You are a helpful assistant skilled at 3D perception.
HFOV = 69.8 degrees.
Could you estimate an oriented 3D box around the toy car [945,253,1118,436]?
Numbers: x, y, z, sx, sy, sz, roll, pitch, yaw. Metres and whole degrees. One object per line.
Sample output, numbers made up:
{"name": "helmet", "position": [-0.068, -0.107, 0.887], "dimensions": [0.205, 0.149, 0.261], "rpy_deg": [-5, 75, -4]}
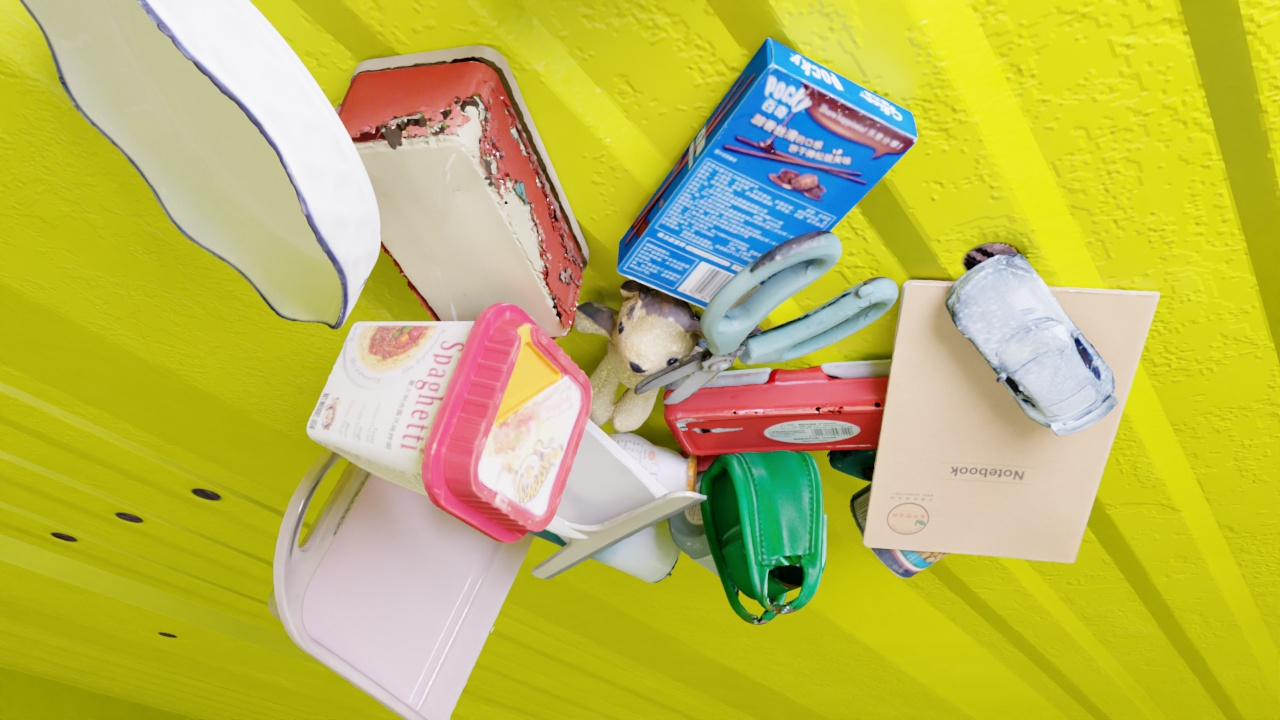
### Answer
{"name": "toy car", "position": [0.230, -0.008, 0.537], "dimensions": [0.054, 0.036, 0.120], "rpy_deg": [-36, 107, 24]}

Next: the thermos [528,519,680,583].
{"name": "thermos", "position": [-0.060, 0.139, 0.836], "dimensions": [0.220, 0.070, 0.070], "rpy_deg": [31, 141, -31]}

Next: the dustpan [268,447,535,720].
{"name": "dustpan", "position": [-0.190, 0.176, 0.778], "dimensions": [0.273, 0.222, 0.139], "rpy_deg": [36, 150, -27]}

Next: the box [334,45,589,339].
{"name": "box", "position": [-0.091, -0.074, 0.493], "dimensions": [0.091, 0.079, 0.168], "rpy_deg": [-2, 147, 15]}

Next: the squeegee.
{"name": "squeegee", "position": [-0.115, 0.074, 0.686], "dimensions": [0.246, 0.039, 0.247], "rpy_deg": [42, 140, -9]}

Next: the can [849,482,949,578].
{"name": "can", "position": [0.220, 0.103, 0.678], "dimensions": [0.075, 0.075, 0.111], "rpy_deg": [32, 121, -33]}

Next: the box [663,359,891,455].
{"name": "box", "position": [0.119, 0.034, 0.664], "dimensions": [0.201, 0.048, 0.087], "rpy_deg": [-5, 148, 18]}

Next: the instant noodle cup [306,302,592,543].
{"name": "instant noodle cup", "position": [-0.110, 0.032, 0.526], "dimensions": [0.124, 0.116, 0.116], "rpy_deg": [7, 157, 25]}

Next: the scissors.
{"name": "scissors", "position": [0.068, -0.024, 0.522], "dimensions": [0.174, 0.019, 0.178], "rpy_deg": [-22, 157, 2]}

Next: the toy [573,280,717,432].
{"name": "toy", "position": [-0.004, 0.004, 0.610], "dimensions": [0.105, 0.066, 0.158], "rpy_deg": [28, 149, -1]}

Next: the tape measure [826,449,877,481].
{"name": "tape measure", "position": [0.185, 0.078, 0.725], "dimensions": [0.058, 0.025, 0.055], "rpy_deg": [20, 147, -20]}

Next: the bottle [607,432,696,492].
{"name": "bottle", "position": [-0.009, 0.090, 0.748], "dimensions": [0.108, 0.063, 0.063], "rpy_deg": [3, 147, 8]}

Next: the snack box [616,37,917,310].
{"name": "snack box", "position": [0.059, -0.085, 0.480], "dimensions": [0.084, 0.026, 0.158], "rpy_deg": [20, 139, -19]}

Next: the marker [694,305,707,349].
{"name": "marker", "position": [0.043, -0.023, 0.604], "dimensions": [0.018, 0.015, 0.124], "rpy_deg": [10, 147, 4]}

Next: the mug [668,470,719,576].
{"name": "mug", "position": [0.089, 0.153, 0.790], "dimensions": [0.106, 0.082, 0.112], "rpy_deg": [41, 175, -37]}

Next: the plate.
{"name": "plate", "position": [-0.196, -0.104, 0.423], "dimensions": [0.205, 0.045, 0.205], "rpy_deg": [32, 151, 20]}

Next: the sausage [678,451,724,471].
{"name": "sausage", "position": [0.038, 0.086, 0.774], "dimensions": [0.156, 0.020, 0.020], "rpy_deg": [-15, 141, 31]}

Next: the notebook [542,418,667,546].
{"name": "notebook", "position": [-0.090, 0.062, 0.698], "dimensions": [0.209, 0.012, 0.151], "rpy_deg": [44, 139, -12]}

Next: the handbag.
{"name": "handbag", "position": [0.088, 0.129, 0.674], "dimensions": [0.068, 0.120, 0.131], "rpy_deg": [-1, 159, -8]}

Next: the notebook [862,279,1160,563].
{"name": "notebook", "position": [0.231, 0.046, 0.594], "dimensions": [0.148, 0.008, 0.208], "rpy_deg": [4, 120, 6]}
